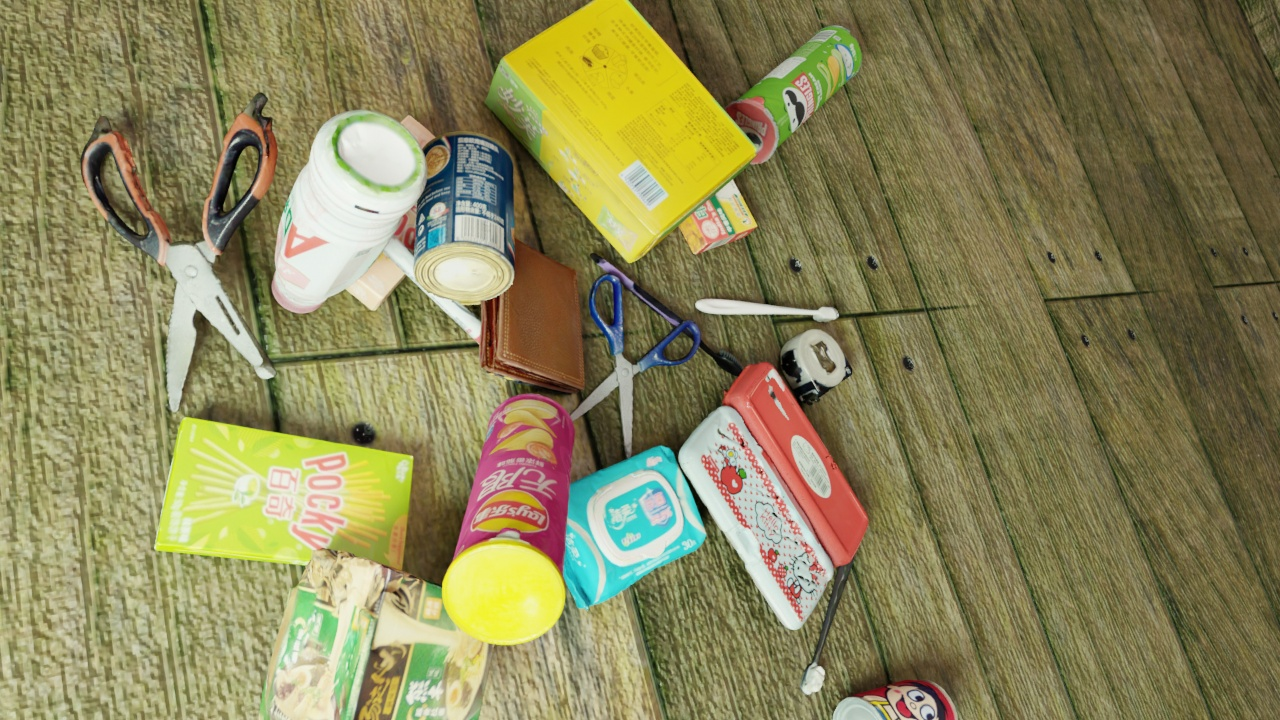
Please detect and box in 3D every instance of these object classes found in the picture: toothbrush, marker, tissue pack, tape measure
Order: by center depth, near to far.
[{"bbox_3d":[-0.153,-0.047,0.724,0.145,0.017,0.017,47,51,-26],"label":"marker"},{"bbox_3d":[-0.016,0.132,0.736,0.133,0.050,0.093,-21,83,-37],"label":"tissue pack"},{"bbox_3d":[0.181,0.224,0.849,0.015,0.018,0.180,36,53,-12],"label":"toothbrush"},{"bbox_3d":[0.028,-0.044,0.866,0.189,0.014,0.016,38,46,-14],"label":"toothbrush"},{"bbox_3d":[0.175,0.003,0.931,0.065,0.034,0.066,-32,89,-40],"label":"tape measure"},{"bbox_3d":[0.130,-0.051,0.938,0.179,0.016,0.016,2,67,-31],"label":"toothbrush"}]

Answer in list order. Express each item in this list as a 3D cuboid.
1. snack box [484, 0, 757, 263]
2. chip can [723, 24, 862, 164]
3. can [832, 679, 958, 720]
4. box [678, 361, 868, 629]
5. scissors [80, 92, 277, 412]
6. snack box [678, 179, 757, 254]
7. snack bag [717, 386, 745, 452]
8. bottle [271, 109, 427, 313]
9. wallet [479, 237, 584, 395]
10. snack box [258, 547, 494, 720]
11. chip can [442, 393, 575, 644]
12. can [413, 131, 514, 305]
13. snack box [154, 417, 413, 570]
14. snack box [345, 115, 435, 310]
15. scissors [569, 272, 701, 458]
[{"bbox_3d":[-0.016,-0.220,0.857,0.210,0.070,0.157,48,62,-2],"label":"snack box"},{"bbox_3d":[0.175,-0.308,1.043,0.072,0.072,0.235,48,52,-6],"label":"chip can"},{"bbox_3d":[0.224,0.319,0.803,0.093,0.067,0.066,0,70,-34],"label":"can"},{"bbox_3d":[0.124,0.117,0.819,0.201,0.039,0.157,57,42,-13],"label":"box"},{"bbox_3d":[-0.306,-0.080,0.616,0.189,0.015,0.225,18,90,11],"label":"scissors"},{"bbox_3d":[0.052,-0.190,0.937,0.076,0.027,0.155,-24,84,-36],"label":"snack box"},{"bbox_3d":[0.083,0.072,0.843,0.048,0.026,0.104,28,57,-22],"label":"snack bag"},{"bbox_3d":[-0.205,-0.086,0.612,0.068,0.197,0.068,15,61,-29],"label":"bottle"},{"bbox_3d":[-0.088,-0.038,0.761,0.101,0.032,0.124,22,56,-47],"label":"wallet"},{"bbox_3d":[-0.157,0.187,0.578,0.105,0.118,0.117,22,74,-38],"label":"snack box"},{"bbox_3d":[-0.083,0.097,0.625,0.071,0.071,0.210,36,17,-15],"label":"chip can"},{"bbox_3d":[-0.134,-0.108,0.704,0.075,0.076,0.111,13,56,-29],"label":"can"},{"bbox_3d":[-0.236,0.094,0.623,0.156,0.026,0.085,15,63,-28],"label":"snack box"},{"bbox_3d":[-0.200,-0.122,0.741,0.084,0.026,0.156,40,53,-13],"label":"snack box"},{"bbox_3d":[-0.011,-0.002,0.817,0.162,0.012,0.174,-16,79,-31],"label":"scissors"}]
